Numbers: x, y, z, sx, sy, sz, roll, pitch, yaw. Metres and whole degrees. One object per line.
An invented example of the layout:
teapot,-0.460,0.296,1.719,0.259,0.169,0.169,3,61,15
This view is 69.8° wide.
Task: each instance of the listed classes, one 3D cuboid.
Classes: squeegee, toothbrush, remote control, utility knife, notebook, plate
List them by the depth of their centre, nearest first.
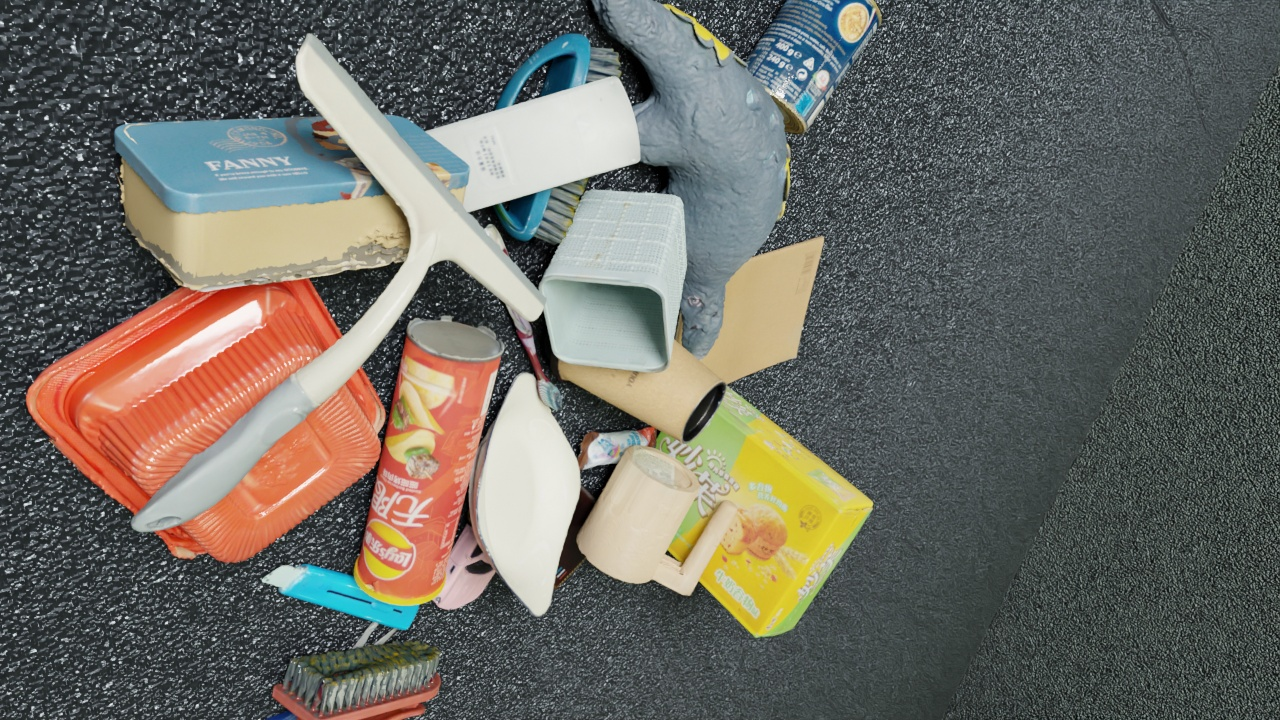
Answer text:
squeegee,-0.174,0.006,0.486,0.246,0.039,0.246,-47,148,-6
remote control,-0.069,-0.137,0.586,0.135,0.019,0.056,-17,113,1
toothbrush,-0.089,-0.027,0.713,0.016,0.017,0.188,-40,138,-26
utility knife,-0.234,0.186,0.730,0.034,0.018,0.166,-53,144,-4
plate,-0.101,0.110,0.758,0.164,0.034,0.163,69,25,-43
notebook,0.110,-0.042,0.953,0.210,0.012,0.150,-20,132,-40

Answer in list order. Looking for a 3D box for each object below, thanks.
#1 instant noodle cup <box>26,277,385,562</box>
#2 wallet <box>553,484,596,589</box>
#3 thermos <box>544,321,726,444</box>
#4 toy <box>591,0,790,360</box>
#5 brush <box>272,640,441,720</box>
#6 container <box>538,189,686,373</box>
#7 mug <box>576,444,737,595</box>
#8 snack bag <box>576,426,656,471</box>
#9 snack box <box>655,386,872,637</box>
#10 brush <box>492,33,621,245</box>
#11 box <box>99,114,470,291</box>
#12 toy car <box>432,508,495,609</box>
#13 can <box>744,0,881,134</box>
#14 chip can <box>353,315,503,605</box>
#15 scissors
instant noodle cup,-0.237,0.043,0.555,0.164,0.079,0.189,-39,144,-20
wallet,-0.080,0.166,0.896,0.096,0.020,0.122,-48,142,-10
thermos,-0.004,0.004,0.752,0.092,0.143,0.093,-44,156,-26
toy,0.051,-0.147,0.728,0.137,0.091,0.357,-25,134,-14
brush,-0.226,0.276,0.759,0.145,0.063,0.069,11,95,-55
container,-0.013,-0.064,0.685,0.090,0.090,0.111,83,18,-48
mug,0.016,0.153,0.869,0.104,0.124,0.084,-63,-179,16
snack bag,-0.024,0.084,0.886,0.105,0.026,0.045,0,122,-48
snack box,0.097,0.141,0.905,0.070,0.210,0.158,5,119,-52
brush,-0.067,-0.150,0.621,0.073,0.055,0.144,9,113,-27
box,-0.187,-0.089,0.495,0.183,0.090,0.059,-17,135,-46
toy car,-0.141,0.170,0.811,0.056,0.037,0.122,21,102,-53
can,0.134,-0.250,0.751,0.111,0.075,0.075,-55,145,1
chip can,-0.159,0.077,0.681,0.073,0.073,0.217,-8,124,-47
scissors,-0.272,0.295,0.781,0.169,0.012,0.147,-24,133,-38
